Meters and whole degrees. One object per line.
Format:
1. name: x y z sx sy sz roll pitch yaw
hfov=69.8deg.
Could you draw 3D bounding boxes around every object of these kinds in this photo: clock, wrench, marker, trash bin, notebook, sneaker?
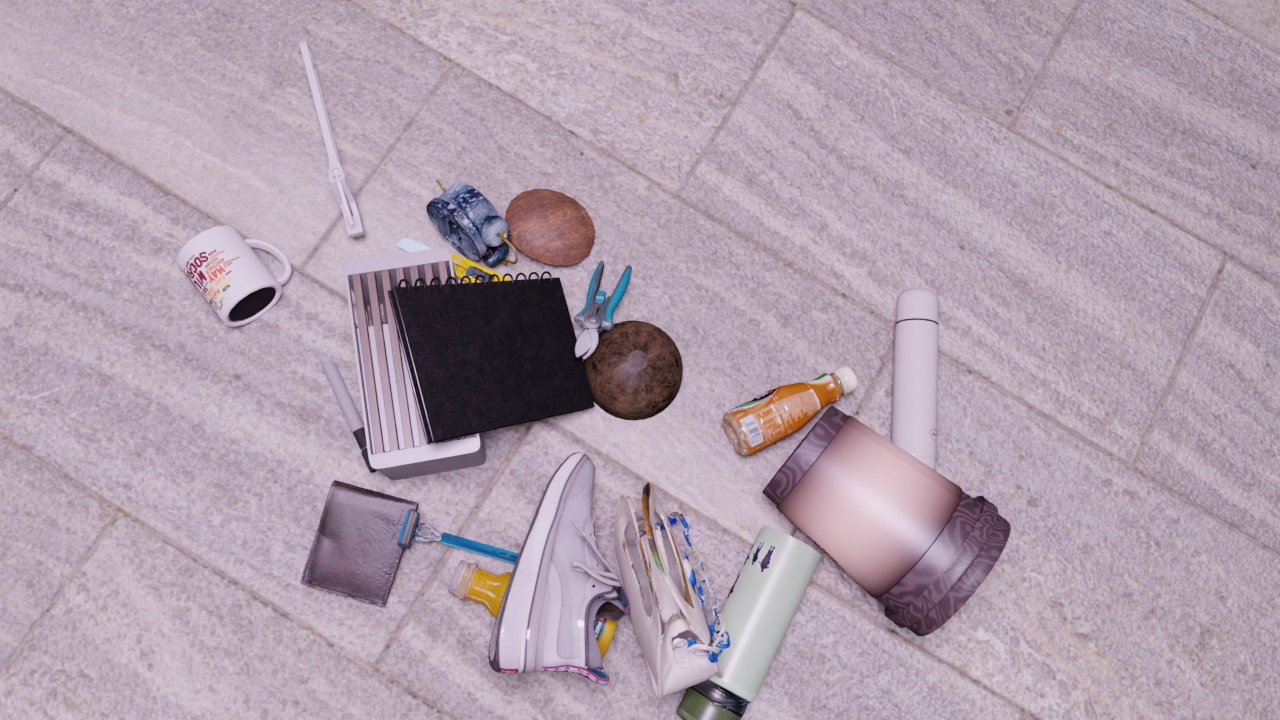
1. clock: -0.196 -0.156 1.087 0.129 0.090 0.052 41 70 8
2. wrench: -0.376 -0.270 1.113 0.018 0.087 0.273 -17 69 -10
3. marker: -0.333 0.064 1.058 0.016 0.016 0.140 -26 81 -11
4. trash bin: -0.249 0.007 1.029 0.114 0.115 0.228 -9 78 -8
5. notebook: -0.155 -0.012 0.999 0.230 0.019 0.169 -10 82 -48
6. sneaker: -0.067 0.217 0.979 0.128 0.097 0.262 19 50 -6

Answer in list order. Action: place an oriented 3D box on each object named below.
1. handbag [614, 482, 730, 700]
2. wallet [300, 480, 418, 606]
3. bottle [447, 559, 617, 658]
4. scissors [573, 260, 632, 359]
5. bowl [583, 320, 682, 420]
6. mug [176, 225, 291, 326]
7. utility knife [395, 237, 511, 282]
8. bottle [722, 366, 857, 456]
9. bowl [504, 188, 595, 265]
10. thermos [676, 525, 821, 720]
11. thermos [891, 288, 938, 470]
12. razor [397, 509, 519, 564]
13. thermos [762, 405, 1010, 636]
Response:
1. handbag: 0.029 0.226 0.950 0.093 0.200 0.200 -15 44 -7
2. wallet: -0.313 0.203 1.023 0.099 0.031 0.120 16 82 -3
3. bottle: -0.119 0.271 1.012 0.186 0.053 0.053 22 76 0
4. scissors: -0.052 -0.066 1.094 0.132 0.019 0.148 -27 57 -16
5. bowl: -0.007 0.006 1.084 0.121 0.056 0.121 1 77 -6
6. mug: -0.460 -0.103 1.061 0.089 0.074 0.105 50 51 6
7. utility knife: -0.200 -0.103 1.113 0.207 0.018 0.030 22 67 3
8. bottle: 0.181 0.055 1.090 0.167 0.059 0.059 -25 81 -11
9. bowl: -0.106 -0.168 1.115 0.114 0.026 0.101 19 64 -13
10. thermos: 0.120 0.306 1.019 0.082 0.082 0.231 28 75 1
11. thermos: 0.335 0.022 1.116 0.052 0.052 0.224 7 76 -4
12. razor: -0.197 0.206 1.030 0.144 0.022 0.042 19 82 -13
13. thermos: 0.264 0.169 1.023 0.226 0.173 0.172 38 76 10
